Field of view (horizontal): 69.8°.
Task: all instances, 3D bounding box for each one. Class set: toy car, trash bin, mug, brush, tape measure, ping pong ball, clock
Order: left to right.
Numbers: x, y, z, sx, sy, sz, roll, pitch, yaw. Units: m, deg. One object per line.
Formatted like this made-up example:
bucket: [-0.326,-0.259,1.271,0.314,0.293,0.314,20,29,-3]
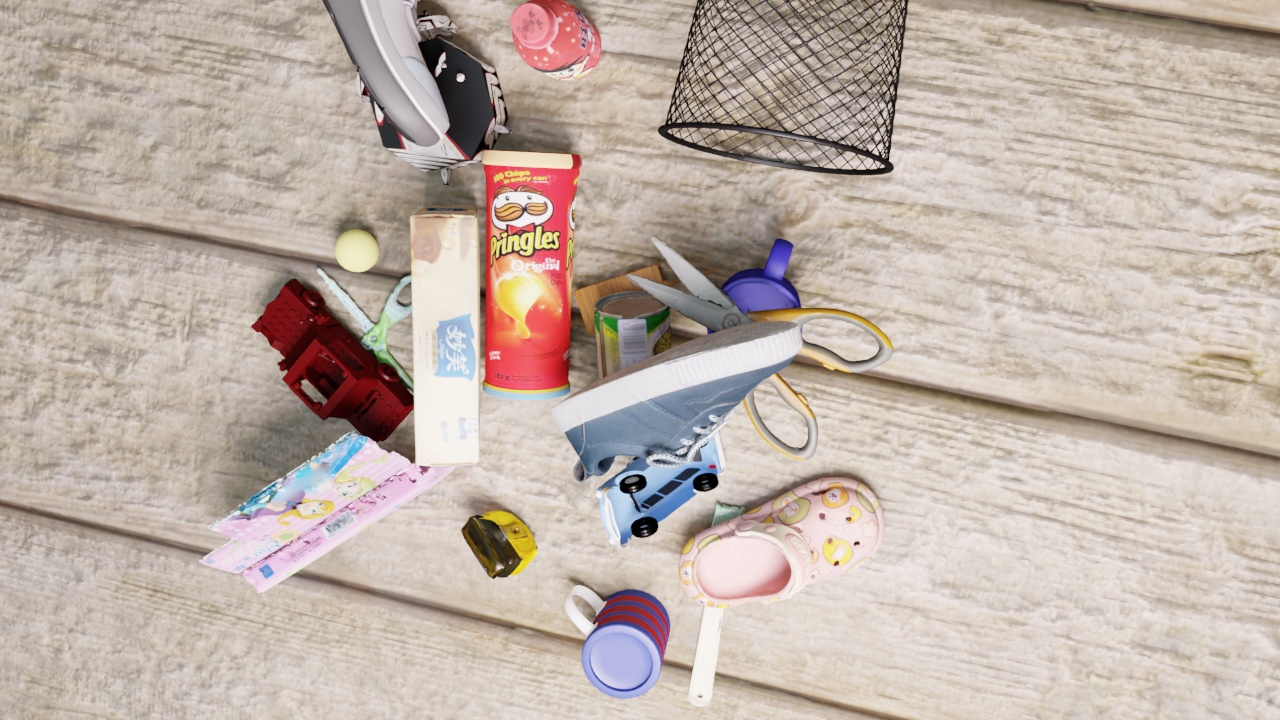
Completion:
toy car: [-0.296,0.004,0.869,0.170,0.061,0.070,45,107,1]
ping pong ball: [-0.267,-0.104,0.865,0.040,0.040,0.040,2,101,9]
clock: [-0.193,-0.241,0.813,0.115,0.065,0.154,-35,95,14]
tape measure: [-0.132,0.175,0.887,0.037,0.064,0.065,-49,61,22]
mug: [-0.027,0.260,0.881,0.112,0.076,0.075,37,104,0]
brush: [0.005,-0.063,0.841,0.126,0.017,0.048,-17,98,12]
toy car: [0.017,0.107,0.819,0.055,0.153,0.056,4,115,46]
brush: [0.072,0.243,0.897,0.033,0.012,0.218,9,104,6]
mug: [0.105,-0.052,0.794,0.079,0.083,0.111,21,104,4]
trash bin: [0.123,-0.266,0.707,0.184,0.184,0.210,11,97,7]

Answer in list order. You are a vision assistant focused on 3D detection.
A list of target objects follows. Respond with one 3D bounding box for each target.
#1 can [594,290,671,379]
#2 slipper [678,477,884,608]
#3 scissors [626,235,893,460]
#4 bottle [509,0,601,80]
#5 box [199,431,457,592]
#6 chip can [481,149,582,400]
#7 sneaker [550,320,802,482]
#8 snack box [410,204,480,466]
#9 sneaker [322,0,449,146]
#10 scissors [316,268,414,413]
can: [-0.005,0.005,0.820,0.067,0.067,0.121,1,113,9]
slipper: [0.131,0.178,0.831,0.197,0.081,0.093,-22,100,5]
scissors: [0.098,-0.029,0.747,0.175,0.016,0.225,-38,91,15]
bottle: [-0.073,-0.266,0.752,0.062,0.137,0.062,2,102,9]
box: [-0.294,0.147,0.864,0.231,0.160,0.061,-32,72,14]
chip can: [-0.099,-0.078,0.821,0.087,0.087,0.213,5,103,8]
sneaker: [0.029,0.038,0.729,0.236,0.089,0.087,-22,95,34]
snack box: [-0.168,-0.029,0.803,0.055,0.153,0.207,0,102,-9]
sneaker: [-0.180,-0.313,0.735,0.160,0.093,0.256,-28,95,-5]
scissors: [-0.259,-0.023,0.896,0.173,0.021,0.171,-34,97,19]
